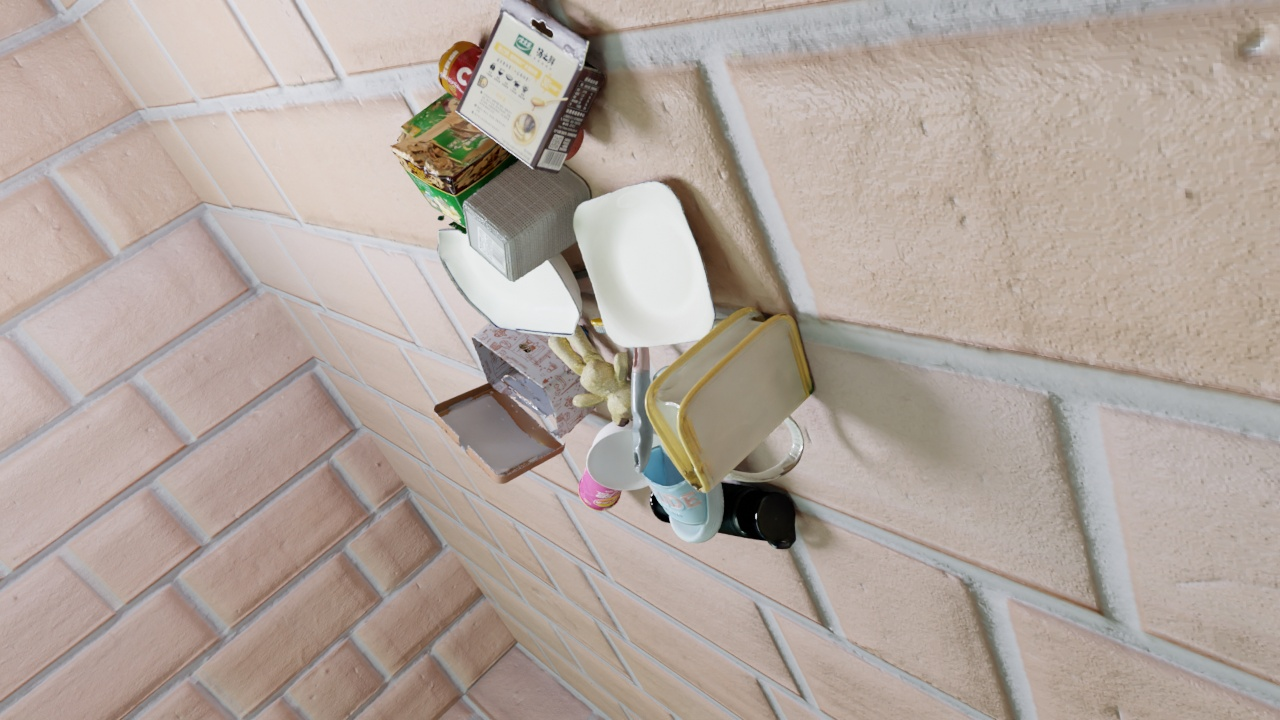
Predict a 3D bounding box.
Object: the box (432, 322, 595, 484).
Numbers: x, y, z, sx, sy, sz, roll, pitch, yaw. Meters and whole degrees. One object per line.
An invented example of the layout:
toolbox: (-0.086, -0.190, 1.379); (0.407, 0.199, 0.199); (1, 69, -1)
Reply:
box: (-0.200, 0.059, 1.358); (0.183, 0.192, 0.157); (34, 151, 29)

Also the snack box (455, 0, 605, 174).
snack box: (-0.101, -0.257, 0.852); (0.113, 0.053, 0.126); (39, 111, 22)

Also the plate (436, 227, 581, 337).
plate: (-0.164, -0.108, 1.168); (0.266, 0.034, 0.162); (7, 134, 49)

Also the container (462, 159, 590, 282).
container: (-0.127, -0.158, 1.010); (0.090, 0.114, 0.090); (41, 154, 19)

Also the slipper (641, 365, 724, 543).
slipper: (0.042, 0.123, 1.103); (0.104, 0.074, 0.246); (36, 140, 54)

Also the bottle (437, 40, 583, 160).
bottle: (-0.131, -0.262, 0.934); (0.175, 0.057, 0.058); (38, 154, 23)

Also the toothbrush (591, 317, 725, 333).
toothbrush: (0.029, -0.036, 0.967); (0.192, 0.016, 0.018); (2, 122, 30)

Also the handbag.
handbag: (0.096, 0.055, 0.887); (0.063, 0.163, 0.179); (22, 145, 49)

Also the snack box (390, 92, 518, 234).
snack box: (-0.198, -0.220, 1.039); (0.118, 0.117, 0.106); (33, 155, 28)

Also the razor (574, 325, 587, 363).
razor: (-0.057, 0.015, 1.259); (0.143, 0.022, 0.043); (56, 157, -16)

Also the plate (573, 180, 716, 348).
plate: (0.009, -0.096, 0.927); (0.164, 0.034, 0.164); (-5, 107, 47)

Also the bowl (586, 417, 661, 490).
bowl: (-0.019, 0.118, 1.274); (0.064, 0.118, 0.118); (-100, -7, -50)

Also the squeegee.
squeegee: (-0.006, 0.006, 1.070); (0.248, 0.040, 0.249); (-3, 95, 60)

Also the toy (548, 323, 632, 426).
toy: (-0.056, 0.014, 1.210); (0.157, 0.105, 0.066); (47, -161, -2)

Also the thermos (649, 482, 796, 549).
thermos: (0.107, 0.201, 1.195); (0.090, 0.068, 0.243); (57, 155, -16)

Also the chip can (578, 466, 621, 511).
chip can: (-0.051, 0.169, 1.412); (0.071, 0.071, 0.211); (44, 156, 12)
